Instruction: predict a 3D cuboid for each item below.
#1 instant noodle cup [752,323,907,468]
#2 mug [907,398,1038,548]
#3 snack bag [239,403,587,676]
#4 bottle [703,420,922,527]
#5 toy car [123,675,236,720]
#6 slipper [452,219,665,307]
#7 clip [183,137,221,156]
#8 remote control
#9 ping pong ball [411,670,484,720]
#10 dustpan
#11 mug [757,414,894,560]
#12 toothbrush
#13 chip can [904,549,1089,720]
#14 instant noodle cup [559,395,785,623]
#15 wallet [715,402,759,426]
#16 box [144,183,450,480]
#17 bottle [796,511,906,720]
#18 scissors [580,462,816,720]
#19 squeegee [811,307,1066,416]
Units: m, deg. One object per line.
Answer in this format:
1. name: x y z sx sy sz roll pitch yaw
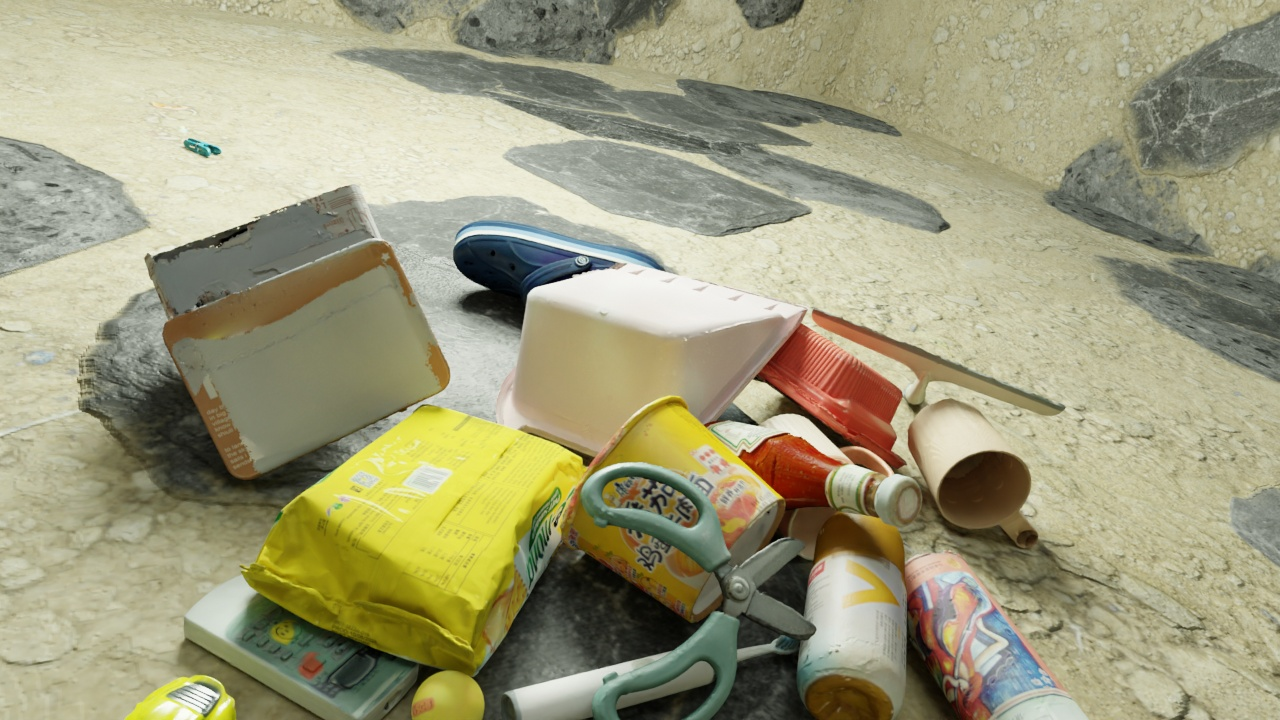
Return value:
1. instant noodle cup: 0.180 0.023 0.909 0.164 0.079 0.189 27 9 -48
2. mug: 0.316 0.106 0.863 0.124 0.084 0.103 44 17 -20
3. snack bag: -0.138 0.106 0.629 0.158 0.068 0.246 17 21 7
4. bottle: 0.117 0.086 0.689 0.059 0.060 0.206 -6 8 -36
5. toy car: -0.246 0.196 0.451 0.048 0.032 0.105 19 27 10
6. slipper: -0.095 -0.085 1.041 0.253 0.105 0.095 11 52 8
7. clip: -0.625 -0.303 1.303 0.057 0.015 0.049 21 28 16
8. remote control: -0.201 0.170 0.542 0.135 0.019 0.056 22 27 17
9. ping pong ball: -0.108 0.195 0.514 0.040 0.040 0.040 11 26 -6
10. dustpan: -0.005 0.005 0.861 0.223 0.139 0.272 18 19 32
11. mug: 0.154 0.101 0.781 0.114 0.082 0.106 -13 31 -14
12. toothbrush: 0.018 0.200 0.584 0.220 0.026 0.026 -3 42 -31
13. chip can: 0.240 0.219 0.606 0.071 0.071 0.214 6 26 -16
14. instant noodle cup: 0.029 0.112 0.659 0.110 0.138 0.137 37 32 23
15. wallet: 0.077 0.075 0.883 0.097 0.019 0.121 -11 36 -38
16. box: -0.268 -0.017 0.749 0.183 0.193 0.157 -23 -4 -14
17. bottle: 0.151 0.164 0.642 0.068 0.068 0.189 17 37 5
18. scissors: 0.017 0.151 0.560 0.170 0.019 0.178 31 64 6
19. squeegee: 0.297 0.029 0.984 0.246 0.039 0.246 23 -3 15
